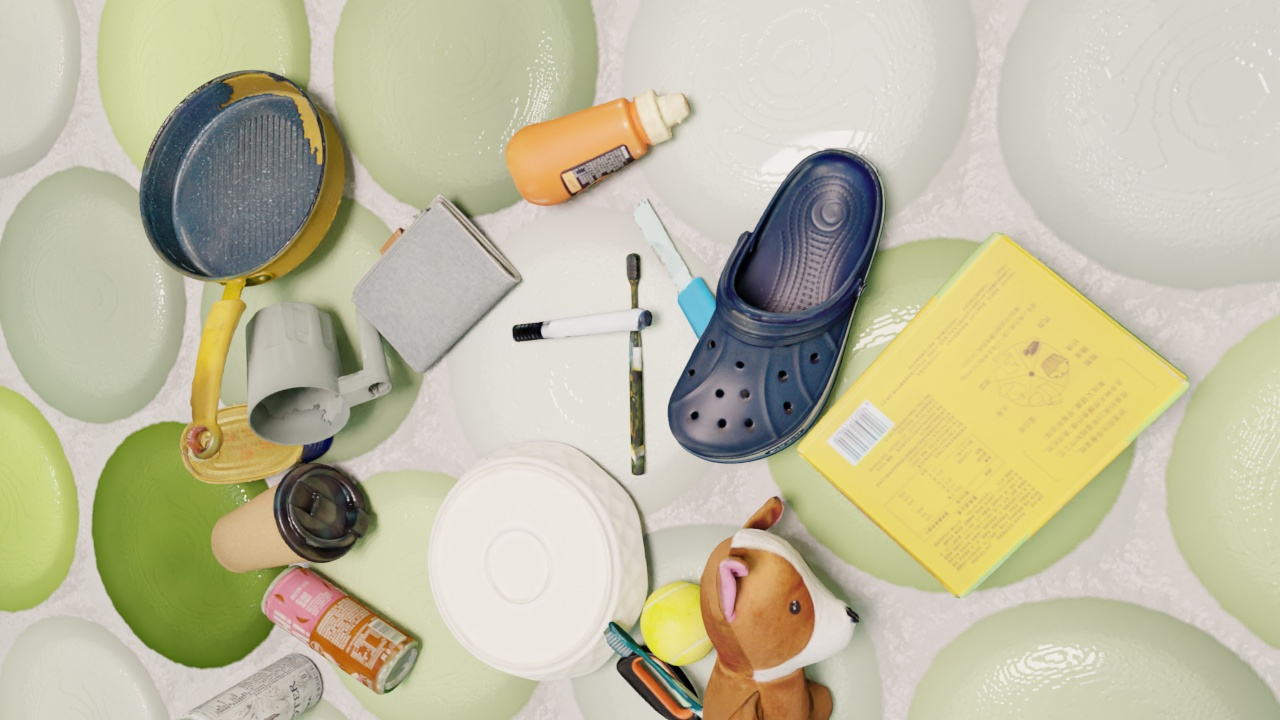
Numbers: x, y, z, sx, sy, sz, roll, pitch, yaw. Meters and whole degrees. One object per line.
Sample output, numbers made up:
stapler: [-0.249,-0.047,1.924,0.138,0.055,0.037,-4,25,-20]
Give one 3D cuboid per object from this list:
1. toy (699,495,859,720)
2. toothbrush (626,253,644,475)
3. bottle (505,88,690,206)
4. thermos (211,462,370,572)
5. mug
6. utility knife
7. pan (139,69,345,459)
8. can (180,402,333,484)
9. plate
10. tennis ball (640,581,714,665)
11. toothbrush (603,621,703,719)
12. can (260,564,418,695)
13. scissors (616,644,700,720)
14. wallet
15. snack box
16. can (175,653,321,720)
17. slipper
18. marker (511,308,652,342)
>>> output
toy: [0.098,0.210,0.679,0.131,0.140,0.199,-7,100,18]
toothbrush: [-0.005,0.005,0.759,0.012,0.017,0.186,-1,95,3]
bottle: [-0.031,-0.175,0.729,0.150,0.066,0.066,-20,89,14]
thermos: [-0.333,0.155,0.862,0.144,0.092,0.093,-22,88,29]
mug: [-0.288,0.004,0.816,0.124,0.084,0.103,-20,54,-4]
utility knife: [0.054,-0.033,0.733,0.034,0.018,0.223,-31,85,10]
pan: [-0.356,-0.089,0.796,0.198,0.078,0.357,-10,77,16]
can: [-0.369,0.076,0.882,0.148,0.049,0.074,-12,91,21]
plate: [-0.096,0.172,0.782,0.205,0.045,0.205,-1,87,20]
tennis ball: [0.033,0.213,0.744,0.065,0.065,0.065,2,97,20]
toothbrush: [0.040,0.278,0.737,0.191,0.016,0.018,44,102,-4]
can: [-0.283,0.253,0.867,0.147,0.057,0.058,28,104,15]
scissors: [0.044,0.340,0.781,0.233,0.021,0.221,-24,93,21]
wallet: [-0.184,-0.068,0.807,0.130,0.037,0.106,-41,92,20]
snack box: [0.239,0.037,0.647,0.157,0.070,0.210,42,108,11]
can: [-0.368,0.330,0.858,0.058,0.146,0.058,2,96,19]
slipper: [0.103,-0.036,0.664,0.105,0.095,0.253,28,94,20]
marker: [-0.050,-0.029,0.760,0.131,0.022,0.018,-5,105,28]
